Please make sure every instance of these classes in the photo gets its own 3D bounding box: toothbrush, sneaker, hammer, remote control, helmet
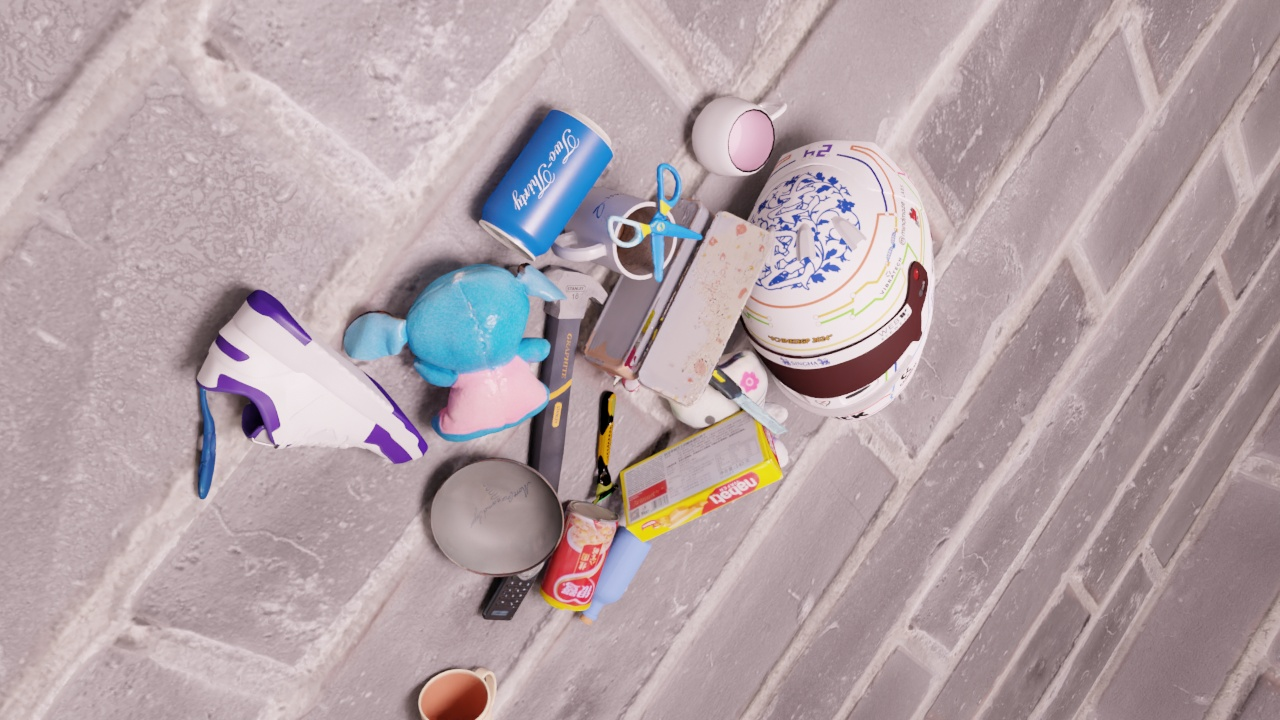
[{"bbox_3d":[-0.401,0.069,0.851,0.016,0.021,0.132,8,106,-3],"label":"toothbrush"},{"bbox_3d":[-0.308,0.049,0.867,0.111,0.092,0.244,-46,131,-7],"label":"sneaker"},{"bbox_3d":[-0.106,0.046,1.055,0.139,0.035,0.313,-3,110,-38],"label":"hammer"},{"bbox_3d":[-0.142,0.253,1.105,0.045,0.021,0.140,20,105,-48],"label":"remote control"},{"bbox_3d":[0.226,-0.101,1.100,0.236,0.231,0.314,30,66,-49],"label":"helmet"}]

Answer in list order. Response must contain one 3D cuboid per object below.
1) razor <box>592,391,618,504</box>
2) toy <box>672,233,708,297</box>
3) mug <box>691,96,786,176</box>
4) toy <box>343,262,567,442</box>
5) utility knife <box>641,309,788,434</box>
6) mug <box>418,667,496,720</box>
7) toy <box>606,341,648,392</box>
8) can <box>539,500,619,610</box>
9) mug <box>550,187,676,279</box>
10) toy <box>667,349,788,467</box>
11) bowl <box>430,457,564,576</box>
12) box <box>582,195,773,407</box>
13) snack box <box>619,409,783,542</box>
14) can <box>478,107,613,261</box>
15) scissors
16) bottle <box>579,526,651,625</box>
[{"bbox_3d":[-0.042,0.106,1.135,0.044,0.021,0.144,-25,124,-57],"label":"razor"},{"bbox_3d":[0.061,-0.113,1.110,0.112,0.050,0.087,28,90,-35],"label":"toy"},{"bbox_3d":[0.116,-0.268,1.065,0.123,0.076,0.090,-39,127,-18],"label":"mug"},{"bbox_3d":[-0.175,-0.004,0.930,0.223,0.099,0.192,-18,121,-17],"label":"toy"},{"bbox_3d":[0.084,0.014,1.098,0.233,0.020,0.028,40,54,0],"label":"utility knife"},{"bbox_3d":[-0.210,0.428,1.109,0.111,0.085,0.104,-49,147,-49],"label":"mug"},{"bbox_3d":[-0.006,0.006,1.091,0.102,0.050,0.065,26,85,-59],"label":"toy"},{"bbox_3d":[-0.076,0.241,1.134,0.066,0.067,0.124,12,100,-40],"label":"can"},{"bbox_3d":[-0.037,-0.133,0.991,0.119,0.096,0.083,-25,121,-27],"label":"mug"},{"bbox_3d":[0.119,0.071,1.192,0.138,0.085,0.209,-19,132,6],"label":"toy"},{"bbox_3d":[-0.160,0.166,1.034,0.150,0.056,0.151,-2,114,-4],"label":"bowl"},{"bbox_3d":[0.041,-0.070,1.016,0.216,0.157,0.071,-63,165,-7],"label":"box"},{"bbox_3d":[0.070,0.139,1.126,0.201,0.092,0.042,-29,131,17],"label":"snack box"},{"bbox_3d":[-0.096,-0.181,0.939,0.079,0.079,0.146,38,84,-40],"label":"can"},{"bbox_3d":[0.015,-0.140,0.953,0.130,0.014,0.125,-15,115,-28],"label":"scissors"},{"bbox_3d":[-0.038,0.283,1.192,0.048,0.048,0.131,34,86,-40],"label":"bottle"}]
